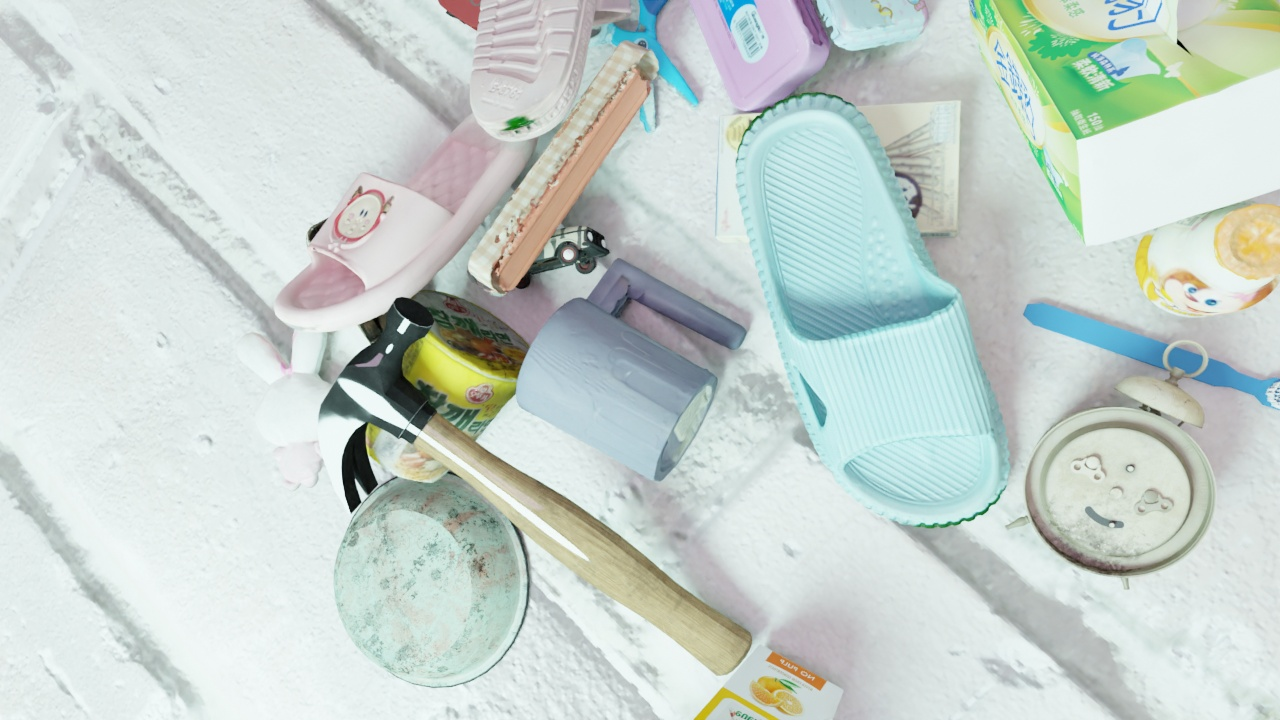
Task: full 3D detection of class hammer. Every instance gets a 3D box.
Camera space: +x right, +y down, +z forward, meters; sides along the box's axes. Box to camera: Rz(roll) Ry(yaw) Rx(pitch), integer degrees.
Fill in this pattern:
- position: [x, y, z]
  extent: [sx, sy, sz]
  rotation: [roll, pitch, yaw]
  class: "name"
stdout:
- position: [-0.062, 0.102, 0.579]
  extent: [0.305, 0.040, 0.132]
  rotation: [37, 113, -4]
  class: "hammer"

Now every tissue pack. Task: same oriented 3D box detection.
- position: [0.232, -0.179, 0.448]
  extent: [0.120, 0.141, 0.197]
  rotation: [-23, 47, 12]
  class: "tissue pack"

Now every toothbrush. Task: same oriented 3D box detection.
- position: [0.304, -0.001, 0.524]
  extent: [0.167, 0.014, 0.016]
  rotation: [22, 94, 18]
  class: "toothbrush"

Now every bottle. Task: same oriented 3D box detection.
- position: [0.301, -0.055, 0.477]
  extent: [0.063, 0.108, 0.063]
  rotation: [0, 90, 15]
  class: "bottle"

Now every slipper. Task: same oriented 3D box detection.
- position: [0.129, -0.025, 0.538]
  extent: [0.116, 0.069, 0.276]
  rotation: [-20, 91, 22]
  class: "slipper"
- position: [-0.155, -0.101, 0.617]
  extent: [0.221, 0.056, 0.107]
  rotation: [-48, 44, -15]
  class: "slipper"
- position: [-0.055, -0.241, 0.612]
  extent: [0.094, 0.064, 0.239]
  rotation: [-3, 66, 26]
  class: "slipper"

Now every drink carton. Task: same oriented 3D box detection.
- position: [0.069, 0.218, 0.534]
  extent: [0.058, 0.122, 0.040]
  rotation: [23, 111, 25]
  class: "drink carton"

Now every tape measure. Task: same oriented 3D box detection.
- position: [-0.114, -0.263, 0.668]
  extent: [0.059, 0.019, 0.051]
  rotation: [-33, 82, 14]
  class: "tape measure"

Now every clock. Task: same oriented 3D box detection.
- position: [0.272, 0.053, 0.512]
  extent: [0.093, 0.054, 0.141]
  rotation: [27, 103, 17]
  class: "clock"

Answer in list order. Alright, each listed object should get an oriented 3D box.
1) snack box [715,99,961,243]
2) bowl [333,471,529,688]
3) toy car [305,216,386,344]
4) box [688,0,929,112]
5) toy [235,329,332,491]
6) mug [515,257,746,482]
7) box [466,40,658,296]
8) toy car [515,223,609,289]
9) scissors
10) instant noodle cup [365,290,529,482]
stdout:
- position: [0.123, -0.118, 0.581]
  extent: [0.150, 0.026, 0.082]
  rotation: [0, 89, 17]
  class: "snack box"
- position: [-0.159, 0.158, 0.654]
  extent: [0.158, 0.038, 0.157]
  rotation: [-1, 87, 18]
  class: "bowl"
- position: [-0.201, -0.057, 0.676]
  extent: [0.048, 0.041, 0.113]
  rotation: [-33, 88, -17]
  class: "toy car"
- position: [0.085, -0.280, 0.586]
  extent: [0.140, 0.062, 0.214]
  rotation: [-23, 81, 13]
  class: "box"
- position: [-0.260, 0.035, 0.693]
  extent: [0.076, 0.037, 0.125]
  rotation: [-14, 86, 13]
  class: "toy"
- position: [-0.004, 0.003, 0.597]
  extent: [0.104, 0.084, 0.123]
  rotation: [29, 69, 16]
  class: "mug"
- position: [-0.053, -0.126, 0.592]
  extent: [0.187, 0.054, 0.076]
  rotation: [-56, 30, -7]
  class: "box"
- position: [-0.071, -0.075, 0.634]
  extent: [0.092, 0.040, 0.037]
  rotation: [-11, 83, 17]
  class: "toy car"
- position: [0.008, -0.227, 0.631]
  extent: [0.113, 0.013, 0.140]
  rotation: [-43, 74, 13]
  class: "scissors"
- position: [-0.139, 0.022, 0.629]
  extent: [0.102, 0.102, 0.108]
  rotation: [40, 108, 16]
  class: "instant noodle cup"
